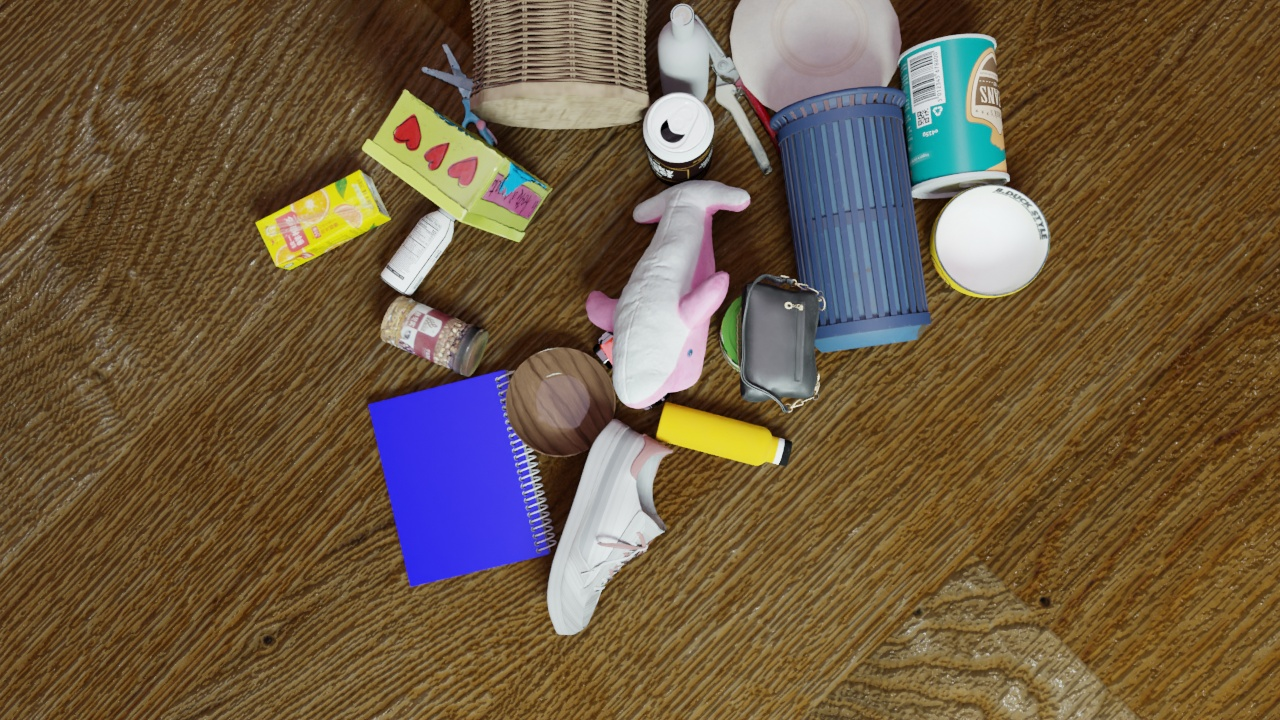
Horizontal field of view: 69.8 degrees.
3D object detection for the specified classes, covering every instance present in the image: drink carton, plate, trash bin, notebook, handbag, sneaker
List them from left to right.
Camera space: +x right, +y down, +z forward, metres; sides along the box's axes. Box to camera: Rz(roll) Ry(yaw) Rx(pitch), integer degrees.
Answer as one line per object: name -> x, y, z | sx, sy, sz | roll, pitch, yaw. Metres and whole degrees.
drink carton -> -0.359, -0.157, 1.037 | 0.134, 0.043, 0.058 | -26, 87, 3
notebook -> -0.198, 0.130, 1.027 | 0.172, 0.022, 0.209 | -14, 87, 5
sneaker -> -0.025, 0.186, 0.975 | 0.089, 0.099, 0.236 | 15, 87, 18
handbag -> 0.130, -0.016, 0.848 | 0.079, 0.054, 0.128 | 2, 85, 0
plate -> 0.195, -0.358, 1.007 | 0.189, 0.027, 0.188 | 0, 85, 0
trash bin -> 0.220, -0.138, 0.952 | 0.139, 0.139, 0.249 | -8, 89, 3

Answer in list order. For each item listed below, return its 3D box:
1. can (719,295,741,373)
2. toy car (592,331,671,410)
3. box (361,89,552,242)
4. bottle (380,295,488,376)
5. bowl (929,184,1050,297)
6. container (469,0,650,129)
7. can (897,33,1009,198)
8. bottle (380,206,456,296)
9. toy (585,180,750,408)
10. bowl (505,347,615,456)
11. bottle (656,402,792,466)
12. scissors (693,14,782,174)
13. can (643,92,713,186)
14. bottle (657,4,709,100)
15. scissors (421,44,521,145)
can -> 0.124, -0.025, 0.949 | 0.083, 0.144, 0.083 | 0, 87, 4
toy car -> -0.006, 0.006, 1.004 | 0.051, 0.049, 0.100 | -40, 86, 1
box -> -0.178, -0.190, 0.934 | 0.124, 0.220, 0.079 | 35, 98, 2
bottle -> -0.228, -0.027, 1.016 | 0.105, 0.056, 0.056 | 23, 89, 4
bowl -> 0.363, -0.122, 0.975 | 0.117, 0.067, 0.117 | 0, 88, 4
container -> -0.082, -0.354, 0.945 | 0.227, 0.226, 0.196 | 0, 95, 4
can -> 0.328, -0.253, 0.966 | 0.099, 0.099, 0.144 | -5, 88, 3
bottle -> -0.242, -0.130, 1.029 | 0.041, 0.041, 0.116 | 36, 91, 4
toy -> 0.040, -0.062, 0.964 | 0.187, 0.127, 0.265 | -2, 64, 39
bowl -> -0.088, 0.046, 1.011 | 0.119, 0.032, 0.119 | 1, 85, -6
bottle -> 0.092, 0.083, 0.998 | 0.144, 0.043, 0.043 | 14, 89, 4
scissors -> 0.113, -0.303, 1.025 | 0.140, 0.015, 0.188 | 3, 88, 5
can -> 0.041, -0.231, 0.969 | 0.072, 0.128, 0.072 | 0, 88, 4
bottle -> 0.044, -0.313, 0.939 | 0.052, 0.195, 0.052 | 0, 88, 3
scissors -> -0.180, -0.310, 1.045 | 0.118, 0.015, 0.139 | -25, 93, 2
